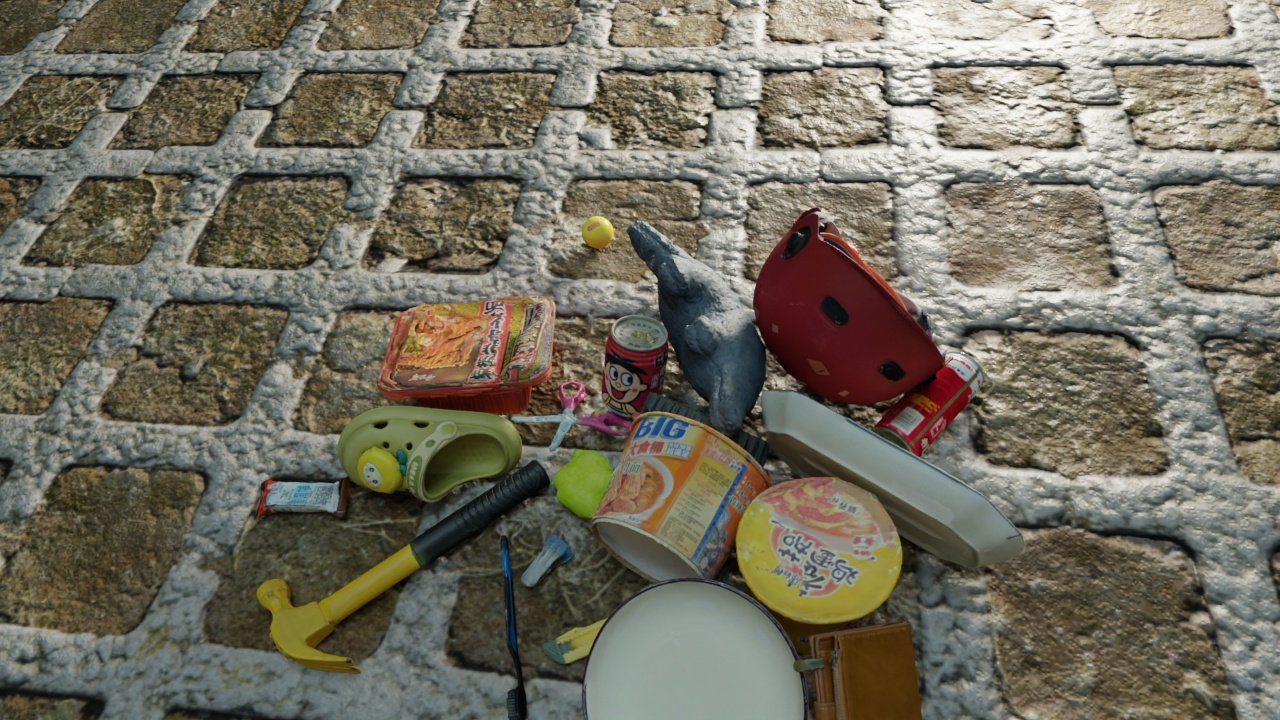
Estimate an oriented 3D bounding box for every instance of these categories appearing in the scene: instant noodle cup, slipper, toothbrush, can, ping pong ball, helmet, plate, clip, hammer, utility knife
[{"bbox_3d":[0.032,0.137,0.848,0.151,0.151,0.111,21,61,22],"label":"instant noodle cup"},{"bbox_3d":[0.155,0.189,0.812,0.138,0.110,0.137,-4,51,5],"label":"instant noodle cup"},{"bbox_3d":[-0.217,0.098,0.936,0.190,0.092,0.081,-2,26,-1],"label":"slipper"},{"bbox_3d":[-0.124,0.248,0.863,0.016,0.014,0.189,-27,49,16],"label":"toothbrush"},{"bbox_3d":[0.296,0.048,0.942,0.053,0.053,0.132,35,63,29],"label":"can"},{"bbox_3d":[-0.055,-0.162,1.162,0.040,0.040,0.040,-3,51,4],"label":"ping pong ball"},{"bbox_3d":[0.199,-0.035,0.931,0.144,0.207,0.239,-44,9,16],"label":"helmet"},{"bbox_3d":[0.215,0.113,0.840,0.266,0.162,0.034,31,75,25],"label":"plate"},{"bbox_3d":[-0.094,0.198,0.894,0.027,0.043,0.058,37,71,27],"label":"clip"},{"bbox_3d":[0.046,0.279,0.763,0.193,0.039,0.192,-4,78,19],"label":"plate"},{"bbox_3d":[-0.221,0.192,0.905,0.300,0.033,0.129,-33,56,-18],"label":"hammer"},{"bbox_3d":[-0.184,0.000,1.009,0.189,0.079,0.164,-4,36,2],"label":"instant noodle cup"},{"bbox_3d":[-0.006,0.006,0.979,0.066,0.094,0.066,5,39,-4],"label":"can"},{"bbox_3d":[0.001,0.238,0.857,0.190,0.020,0.031,-19,56,-14],"label":"utility knife"}]

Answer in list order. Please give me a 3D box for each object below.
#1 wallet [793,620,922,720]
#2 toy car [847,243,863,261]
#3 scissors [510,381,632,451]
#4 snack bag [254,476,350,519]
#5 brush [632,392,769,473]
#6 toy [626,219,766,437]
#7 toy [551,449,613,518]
[{"bbox_3d":[0.178,0.278,0.723,0.119,0.035,0.130,3,78,-30],"label":"wallet"},{"bbox_3d":[0.243,-0.103,1.086,0.049,0.031,0.106,-9,49,-1],"label":"toy car"},{"bbox_3d":[-0.075,0.057,0.982,0.133,0.017,0.130,1,36,-23],"label":"scissors"},{"bbox_3d":[-0.356,0.144,0.964,0.104,0.026,0.048,-3,57,4],"label":"snack bag"},{"bbox_3d":[0.062,0.090,0.939,0.146,0.063,0.069,23,88,21],"label":"brush"},{"bbox_3d":[0.067,-0.032,0.983,0.091,0.138,0.355,-40,43,17],"label":"toy"},{"bbox_3d":[-0.043,0.133,0.932,0.100,0.031,0.096,2,50,5],"label":"toy"}]
